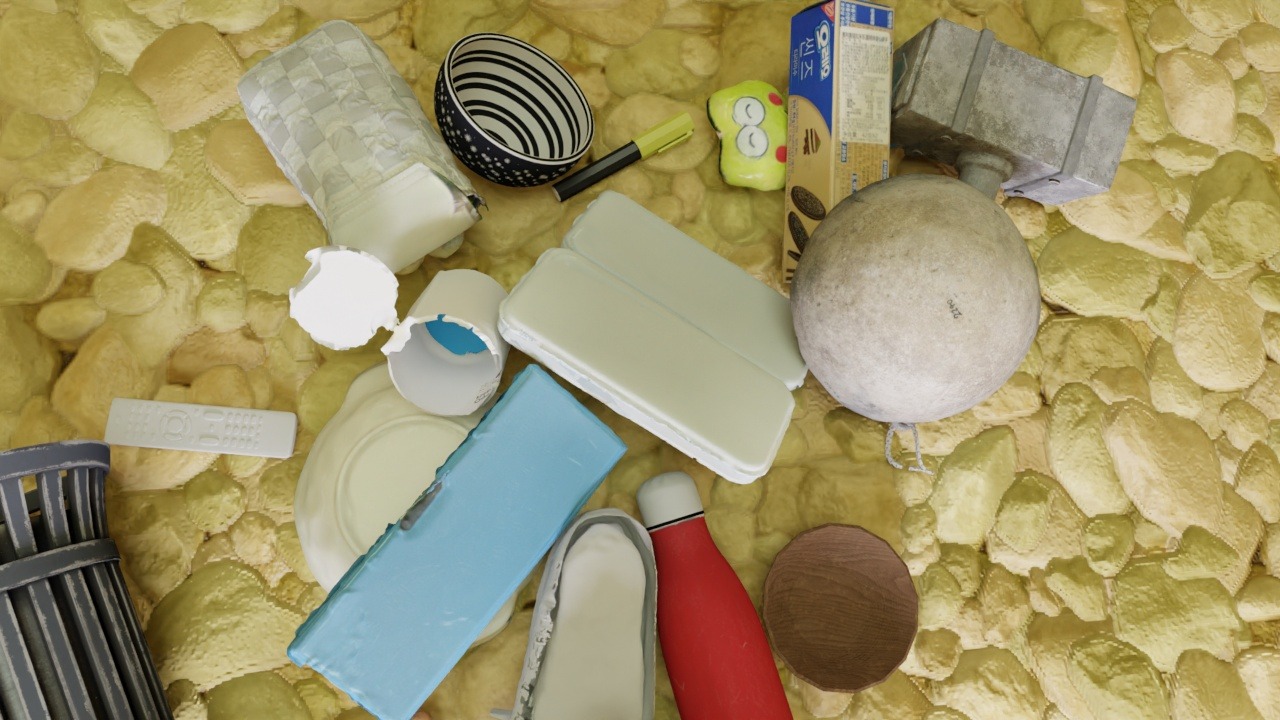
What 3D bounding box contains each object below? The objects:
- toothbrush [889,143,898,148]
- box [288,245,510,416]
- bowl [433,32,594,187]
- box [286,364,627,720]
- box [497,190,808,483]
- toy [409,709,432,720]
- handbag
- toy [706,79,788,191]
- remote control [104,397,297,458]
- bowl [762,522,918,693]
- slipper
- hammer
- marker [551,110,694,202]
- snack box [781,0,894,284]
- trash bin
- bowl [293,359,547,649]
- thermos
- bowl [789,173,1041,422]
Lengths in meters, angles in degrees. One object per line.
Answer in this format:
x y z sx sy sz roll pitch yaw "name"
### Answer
0.254 -0.184 0.752 0.166 0.016 0.014 -13 83 -6 "toothbrush"
-0.156 -0.035 0.626 0.150 0.106 0.080 39 107 -19 "box"
-0.103 -0.177 0.691 0.120 0.067 0.120 19 53 -26 "bowl"
-0.115 0.116 0.596 0.093 0.052 0.231 41 78 -13 "box"
0.024 -0.027 0.650 0.209 0.037 0.188 34 50 2 "box"
-0.135 0.298 0.596 0.106 0.085 0.074 38 99 -6 "toy"
-0.197 -0.145 0.658 0.112 0.123 0.171 -33 87 -1 "handbag"
0.110 -0.180 0.726 0.115 0.046 0.092 -8 81 -14 "toy"
-0.316 0.049 0.663 0.131 0.012 0.033 5 76 -3 "remote control"
0.140 0.177 0.661 0.118 0.030 0.117 2 77 -10 "bowl"
-0.043 0.220 0.618 0.112 0.074 0.246 8 88 3 "slipper"
0.238 -0.077 0.697 0.177 0.079 0.326 19 88 -8 "hammer"
-0.013 -0.160 0.726 0.123 0.017 0.021 -31 82 -8 "marker"
0.147 -0.158 0.687 0.056 0.057 0.207 -1 94 -28 "snack box"
-0.377 0.186 0.560 0.164 0.164 0.227 -22 85 -9 "trash bin"
-0.152 0.097 0.643 0.188 0.060 0.219 -18 81 -8 "bowl"
0.050 0.193 0.632 0.073 0.073 0.239 -16 80 -8 "thermos"
0.197 -0.040 0.624 0.178 0.081 0.178 0 94 -3 "bowl"
